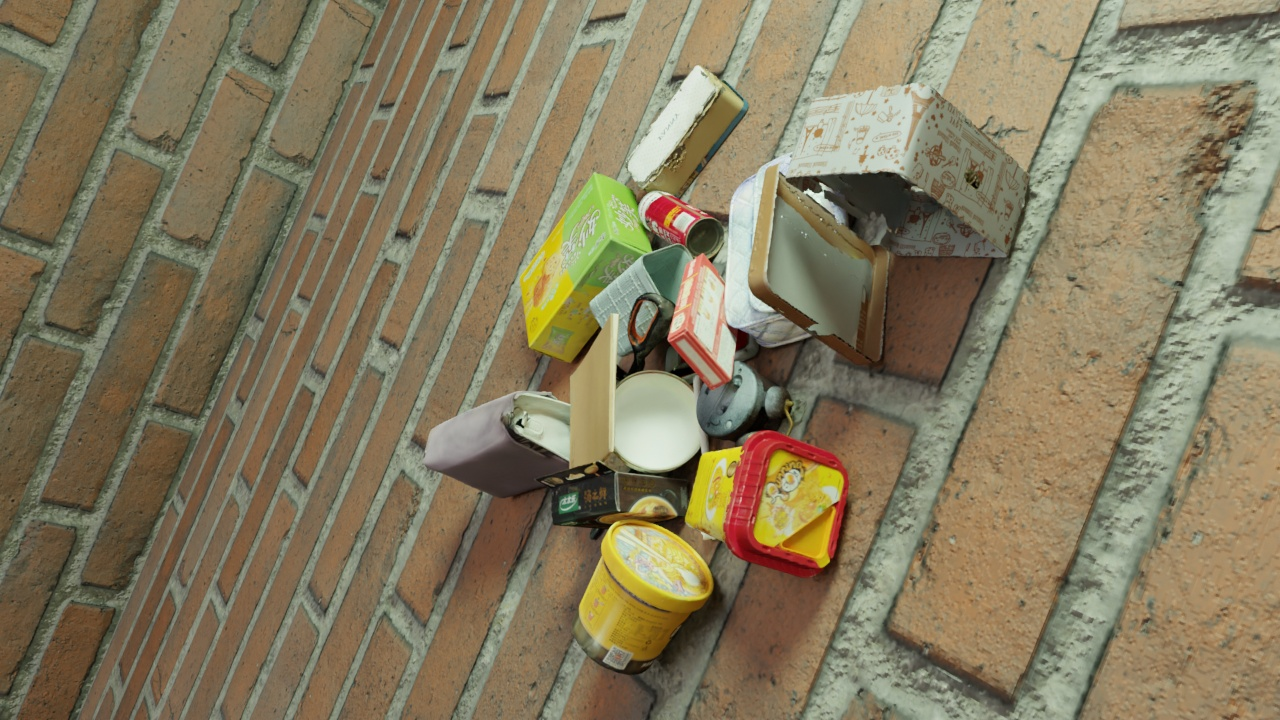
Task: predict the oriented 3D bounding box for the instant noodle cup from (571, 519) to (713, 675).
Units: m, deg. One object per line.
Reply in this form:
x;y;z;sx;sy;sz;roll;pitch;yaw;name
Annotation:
-0.004;0.242;0.924;0.115;0.118;0.118;-62;35;18;instant noodle cup

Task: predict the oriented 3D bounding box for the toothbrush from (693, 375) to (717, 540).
0.066;0.100;0.970;0.016;0.016;0.180;-13;67;22;toothbrush

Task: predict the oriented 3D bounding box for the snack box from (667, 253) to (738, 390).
0.069;-0.043;0.952;0.026;0.075;0.152;-30;25;28;snack box

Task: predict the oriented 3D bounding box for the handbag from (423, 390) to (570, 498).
-0.165;0.104;1.177;0.198;0.144;0.098;-22;56;43;handbag

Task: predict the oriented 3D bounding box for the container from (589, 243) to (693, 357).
0.010;-0.067;1.078;0.112;0.089;0.090;-32;86;42;container

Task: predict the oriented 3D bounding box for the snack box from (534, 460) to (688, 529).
-0.031;0.149;0.991;0.113;0.125;0.053;-22;65;45;snack box

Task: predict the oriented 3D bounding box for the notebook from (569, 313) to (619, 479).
-0.055;0.056;1.020;0.212;0.012;0.149;128;145;-65;notebook

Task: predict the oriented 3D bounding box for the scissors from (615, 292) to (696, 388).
0.011;0.019;1.052;0.211;0.021;0.222;21;130;22;scissors

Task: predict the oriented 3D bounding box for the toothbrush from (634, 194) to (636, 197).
-0.027;-0.146;1.254;0.017;0.012;0.185;-15;59;49;toothbrush

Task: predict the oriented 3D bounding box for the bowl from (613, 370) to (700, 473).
0.013;0.073;1.014;0.062;0.113;0.113;107;171;-69;bowl

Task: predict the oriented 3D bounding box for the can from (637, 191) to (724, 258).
0.047;-0.170;1.137;0.053;0.053;0.133;-60;36;8;can

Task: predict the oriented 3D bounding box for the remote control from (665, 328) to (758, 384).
0.078;-0.011;1.037;0.136;0.020;0.055;-25;53;42;remote control

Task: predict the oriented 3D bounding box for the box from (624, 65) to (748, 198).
0.060;-0.297;1.192;0.185;0.059;0.089;-48;40;21;box

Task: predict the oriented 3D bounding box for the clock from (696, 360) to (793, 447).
0.109;0.052;0.932;0.082;0.055;0.122;-60;37;7;clock

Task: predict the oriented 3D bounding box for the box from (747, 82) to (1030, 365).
0.202;-0.104;0.792;0.157;0.183;0.193;8;77;54;box

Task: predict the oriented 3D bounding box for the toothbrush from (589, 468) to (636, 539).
-0.015;0.136;1.077;0.181;0.018;0.015;-60;39;11;toothbrush

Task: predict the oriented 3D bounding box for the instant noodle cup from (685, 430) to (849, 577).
0.110;0.130;0.848;0.124;0.116;0.116;-8;64;62;instant noodle cup

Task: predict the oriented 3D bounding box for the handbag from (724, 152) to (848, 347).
0.153;-0.117;0.952;0.134;0.075;0.193;-18;57;40;handbag

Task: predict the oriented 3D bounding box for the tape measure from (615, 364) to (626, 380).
-0.055;0.026;1.175;0.066;0.033;0.066;-57;35;9;tape measure

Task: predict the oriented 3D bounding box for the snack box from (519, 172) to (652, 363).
-0.079;-0.125;1.242;0.211;0.070;0.157;-50;35;30;snack box
